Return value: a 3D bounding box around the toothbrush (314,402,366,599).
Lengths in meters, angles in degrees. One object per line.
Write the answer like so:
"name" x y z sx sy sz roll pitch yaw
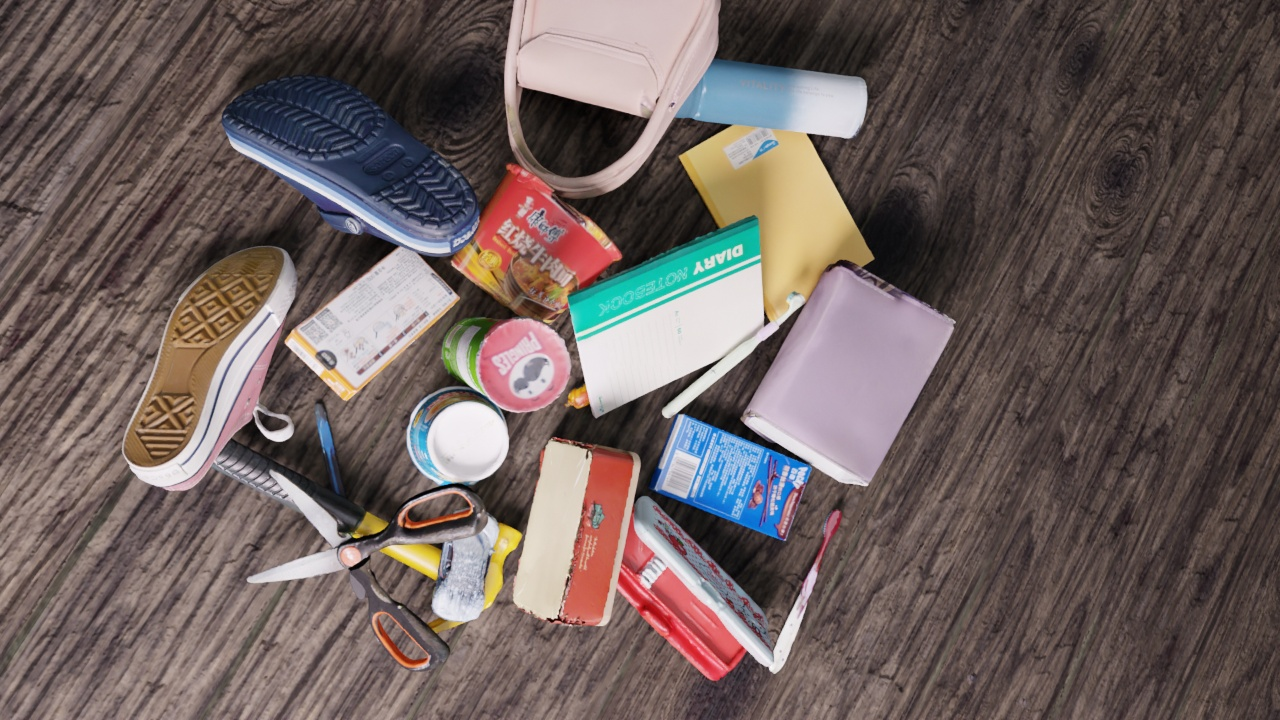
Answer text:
"toothbrush" -0.282 0.132 0.862 0.014 0.016 0.189 -13 89 -14

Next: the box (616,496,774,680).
"box" 0.049 0.230 0.907 0.095 0.100 0.201 -45 100 -13

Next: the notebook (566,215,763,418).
"notebook" 0.033 -0.043 0.905 0.208 0.012 0.150 -25 132 -18

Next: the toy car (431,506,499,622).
"toy car" -0.160 0.187 0.844 0.049 0.031 0.105 14 77 -21

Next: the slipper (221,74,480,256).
"slipper" -0.254 -0.169 0.832 0.253 0.095 0.104 30 55 9

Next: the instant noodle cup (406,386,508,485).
"instant noodle cup" -0.163 0.072 0.846 0.099 0.110 0.099 1 88 -17

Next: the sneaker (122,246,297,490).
"sneaker" -0.358 0.010 0.795 0.118 0.088 0.240 4 57 9

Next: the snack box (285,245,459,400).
"snack box" -0.239 -0.039 0.835 0.075 0.026 0.153 47 49 -9

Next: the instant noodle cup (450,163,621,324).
"instant noodle cup" -0.103 -0.099 0.863 0.138 0.138 0.108 39 88 -12

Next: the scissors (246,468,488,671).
"scissors" -0.232 0.174 0.801 0.221 0.021 0.233 -33 100 9

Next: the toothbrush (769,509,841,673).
"toothbrush" 0.176 0.247 0.988 0.016 0.017 0.187 24 85 -6

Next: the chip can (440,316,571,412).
"chip can" -0.124 -0.003 0.792 0.072 0.236 0.072 -1 93 -19

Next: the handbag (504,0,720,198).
"handbag" -0.042 -0.267 0.866 0.193 0.093 0.234 17 84 12

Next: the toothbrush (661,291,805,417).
"toothbrush" 0.095 -0.005 0.953 0.189 0.029 0.020 -41 80 -1

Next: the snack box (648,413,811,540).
"snack box" 0.095 0.123 0.961 0.157 0.026 0.084 23 83 -14

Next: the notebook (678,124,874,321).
"notebook" 0.150 -0.164 0.993 0.145 0.010 0.206 -33 97 -14

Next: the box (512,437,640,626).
"box" -0.069 0.161 0.873 0.077 0.091 0.168 16 83 -39

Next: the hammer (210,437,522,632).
"hammer" -0.261 0.149 0.842 0.300 0.033 0.128 32 72 -15

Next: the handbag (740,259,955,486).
"handbag" 0.212 0.013 0.960 0.145 0.098 0.197 33 81 -9

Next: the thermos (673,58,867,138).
"thermos" 0.122 -0.273 0.949 0.220 0.070 0.070 3 87 -12

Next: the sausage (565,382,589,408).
"sausage" -0.006 0.005 0.938 0.165 0.021 0.021 -30 96 -15
